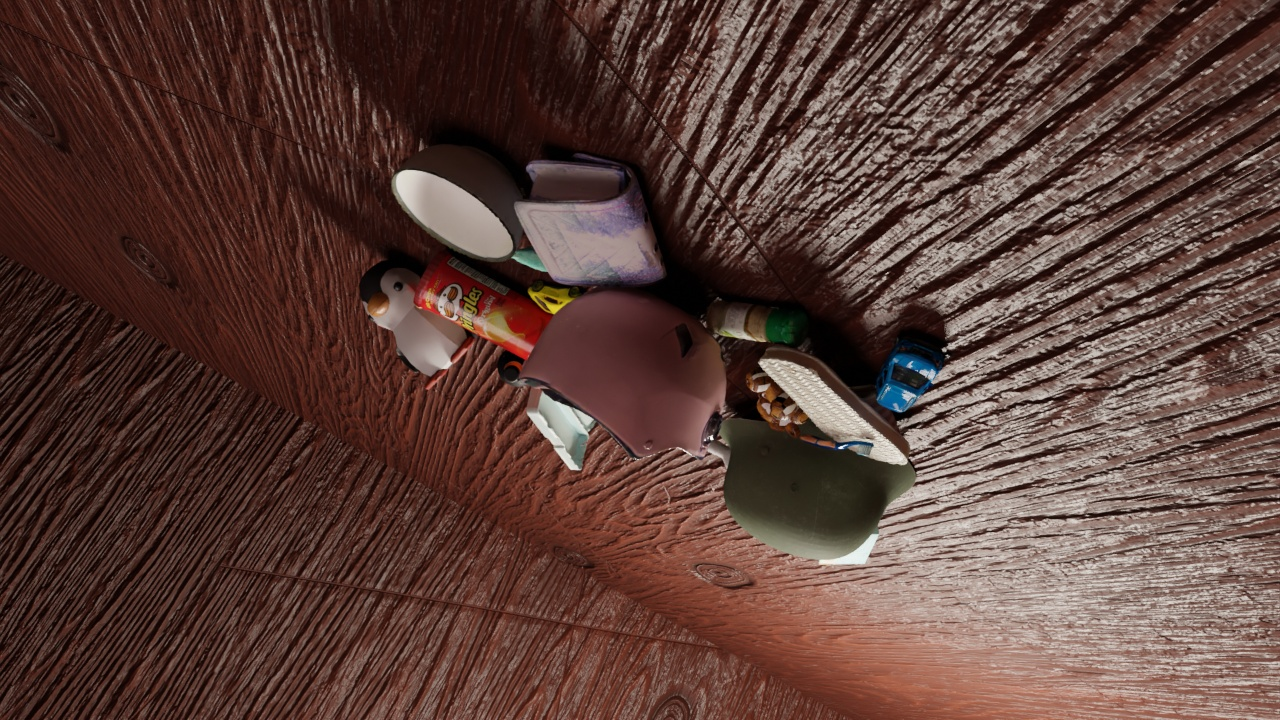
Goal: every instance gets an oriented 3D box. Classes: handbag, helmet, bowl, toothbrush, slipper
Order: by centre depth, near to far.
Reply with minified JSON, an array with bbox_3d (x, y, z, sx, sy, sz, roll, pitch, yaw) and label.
[{"bbox_3d":[-0.046,-0.141,0.953,0.126,0.069,0.159,5,152,17],"label":"handbag"},{"bbox_3d":[-0.190,-0.182,1.011,0.153,0.072,0.154,23,158,10],"label":"bowl"},{"bbox_3d":[0.227,0.045,1.041,0.115,0.052,0.263,12,161,47],"label":"slipper"},{"bbox_3d":[-0.003,0.000,1.051,0.230,0.153,0.255,31,-168,33],"label":"helmet"},{"bbox_3d":[0.230,0.100,1.091,0.021,0.017,0.135,26,169,-24],"label":"toothbrush"},{"bbox_3d":[0.210,0.178,1.228,0.268,0.153,0.227,23,158,15],"label":"helmet"}]

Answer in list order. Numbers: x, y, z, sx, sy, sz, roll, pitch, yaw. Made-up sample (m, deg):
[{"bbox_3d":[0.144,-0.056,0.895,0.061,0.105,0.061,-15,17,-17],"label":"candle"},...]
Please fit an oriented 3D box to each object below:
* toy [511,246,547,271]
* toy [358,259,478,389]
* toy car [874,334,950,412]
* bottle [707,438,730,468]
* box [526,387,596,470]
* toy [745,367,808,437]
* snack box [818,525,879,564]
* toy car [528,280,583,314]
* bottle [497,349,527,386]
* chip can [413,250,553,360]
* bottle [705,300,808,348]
[{"bbox_3d":[-0.110,-0.121,1.077,0.085,0.033,0.105,9,-179,-16],"label":"toy"},{"bbox_3d":[-0.333,-0.077,1.381,0.184,0.139,0.159,42,123,-11],"label":"toy"},{"bbox_3d":[0.275,0.016,0.945,0.056,0.043,0.120,24,157,11],"label":"toy car"},{"bbox_3d":[0.177,0.164,1.371,0.195,0.052,0.053,28,158,0],"label":"bottle"},{"bbox_3d":[-0.109,0.069,1.383,0.044,0.135,0.197,12,153,23],"label":"box"},{"bbox_3d":[0.169,0.052,1.118,0.087,0.067,0.113,52,162,27],"label":"toy"},{"bbox_3d":[0.316,0.269,1.411,0.075,0.053,0.175,-1,154,6],"label":"snack box"},{"bbox_3d":[-0.106,-0.077,1.204,0.107,0.030,0.049,13,155,36],"label":"toy car"},{"bbox_3d":[-0.177,0.008,1.333,0.059,0.059,0.181,30,-174,-5],"label":"bottle"},{"bbox_3d":[-0.197,-0.065,1.262,0.213,0.086,0.087,28,158,-3],"label":"chip can"},{"bbox_3d":[0.125,-0.041,0.996,0.111,0.043,0.043,11,153,37],"label":"bottle"}]
